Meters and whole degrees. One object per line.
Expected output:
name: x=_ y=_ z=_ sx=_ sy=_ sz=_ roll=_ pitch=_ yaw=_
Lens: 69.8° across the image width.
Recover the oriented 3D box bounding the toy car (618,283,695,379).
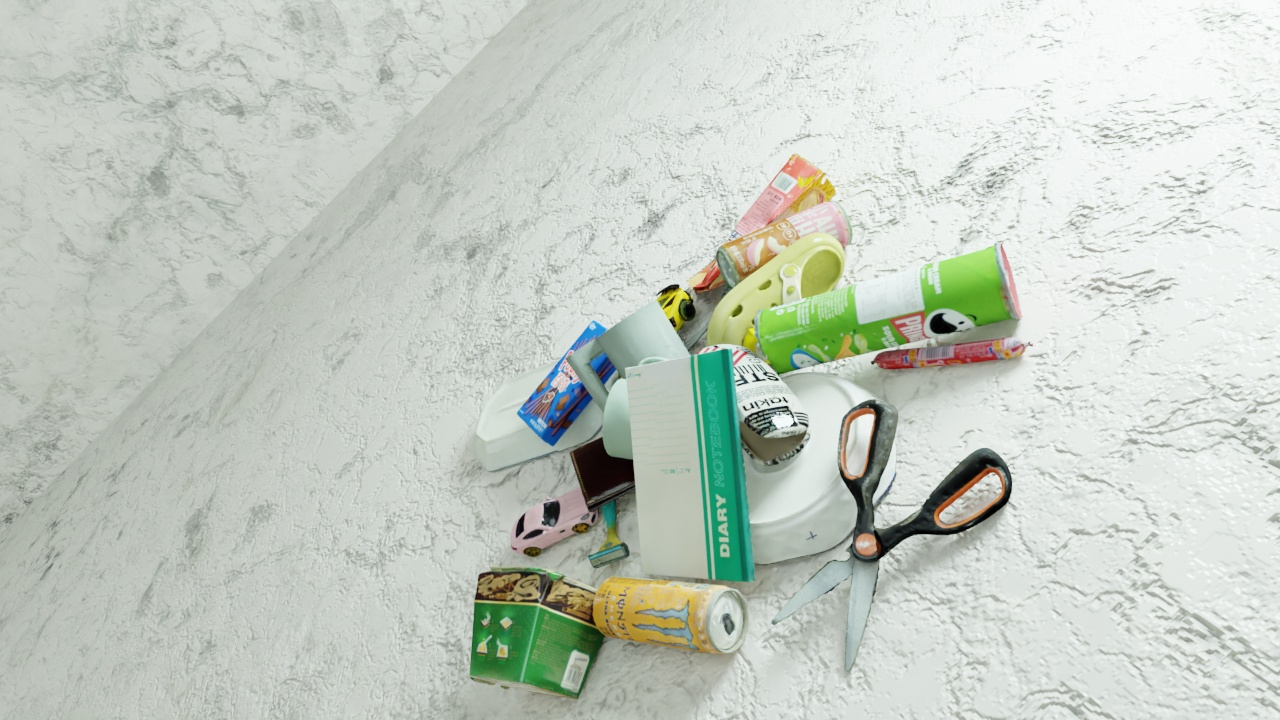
toy car: x=0.016 y=-0.026 z=1.133 sx=0.071 sy=0.041 sz=0.155 roll=-11 pitch=46 yaw=57

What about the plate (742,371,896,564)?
plate: x=0.141 y=0.092 z=0.872 sx=0.205 sy=0.045 sz=0.204 roll=-30 pitch=35 yaw=24

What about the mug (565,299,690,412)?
mug: x=-0.006 y=0.006 z=1.046 sx=0.124 sy=0.103 sz=0.083 roll=-34 pitch=1 yaw=3

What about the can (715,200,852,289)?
can: x=0.161 y=-0.129 z=1.034 sx=0.147 sy=0.058 sz=0.058 roll=-23 pitch=32 yaw=-8

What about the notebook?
notebook: x=0.044 y=0.101 z=0.871 sx=0.151 sy=0.012 sz=0.209 roll=-12 pitch=81 yaw=50

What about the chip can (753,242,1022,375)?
chip can: x=0.229 y=-0.045 z=0.870 sx=0.237 sy=0.072 sz=0.072 roll=-15 pitch=43 yaw=27

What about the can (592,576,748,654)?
can: x=0.025 y=0.230 z=0.835 sx=0.146 sy=0.058 sz=0.058 roll=-8 pitch=48 yaw=44

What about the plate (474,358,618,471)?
plate: x=-0.128 y=0.056 z=1.217 sx=0.266 sy=0.034 sz=0.161 roll=-20 pitch=40 yaw=34

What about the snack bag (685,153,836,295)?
snack bag: x=0.139 y=-0.156 z=1.120 sx=0.208 sy=0.073 sz=0.128 roll=-44 pitch=7 yaw=6

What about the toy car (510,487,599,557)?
toy car: x=-0.101 y=0.182 z=1.049 sx=0.123 sy=0.037 sz=0.056 roll=-29 pitch=38 yaw=22

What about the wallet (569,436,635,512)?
wallet: x=-0.014 y=0.109 z=1.023 sx=0.122 sy=0.020 sz=0.096 roll=-25 pitch=39 yaw=1

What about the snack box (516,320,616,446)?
snack box: x=-0.083 y=0.026 z=1.138 sx=0.157 sy=0.026 sz=0.084 roll=-51 pitch=33 yaw=-3

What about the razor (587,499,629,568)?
razor: x=-0.036 y=0.168 z=0.998 sx=0.043 sy=0.028 sz=0.132 roll=-24 pitch=36 yaw=10

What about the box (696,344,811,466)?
box: x=0.109 y=0.045 z=0.883 sx=0.074 sy=0.079 sz=0.163 roll=-14 pitch=31 yaw=-16

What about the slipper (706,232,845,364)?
slipper: x=0.155 y=-0.057 z=0.982 sx=0.190 sy=0.091 sz=0.081 roll=-44 pitch=35 yaw=-4

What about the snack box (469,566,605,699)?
snack box: x=-0.099 y=0.269 z=0.896 sx=0.118 sy=0.118 sz=0.105 roll=-11 pitch=58 yaw=42

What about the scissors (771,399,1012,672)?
scissors: x=0.201 y=0.133 z=0.747 sx=0.224 sy=0.021 sz=0.220 roll=-13 pitch=62 yaw=20

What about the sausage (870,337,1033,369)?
sausage: x=0.282 y=-0.005 z=0.845 sx=0.156 sy=0.020 sz=0.020 roll=-7 pitch=48 yaw=44

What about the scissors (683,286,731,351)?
scissors: x=0.089 y=-0.047 z=1.096 sx=0.160 sy=0.014 sz=0.171 roll=-28 pitch=25 yaw=54

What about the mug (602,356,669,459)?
mug: x=0.025 y=0.053 z=0.971 sx=0.106 sy=0.082 sz=0.111 roll=5 pitch=84 yaw=20
